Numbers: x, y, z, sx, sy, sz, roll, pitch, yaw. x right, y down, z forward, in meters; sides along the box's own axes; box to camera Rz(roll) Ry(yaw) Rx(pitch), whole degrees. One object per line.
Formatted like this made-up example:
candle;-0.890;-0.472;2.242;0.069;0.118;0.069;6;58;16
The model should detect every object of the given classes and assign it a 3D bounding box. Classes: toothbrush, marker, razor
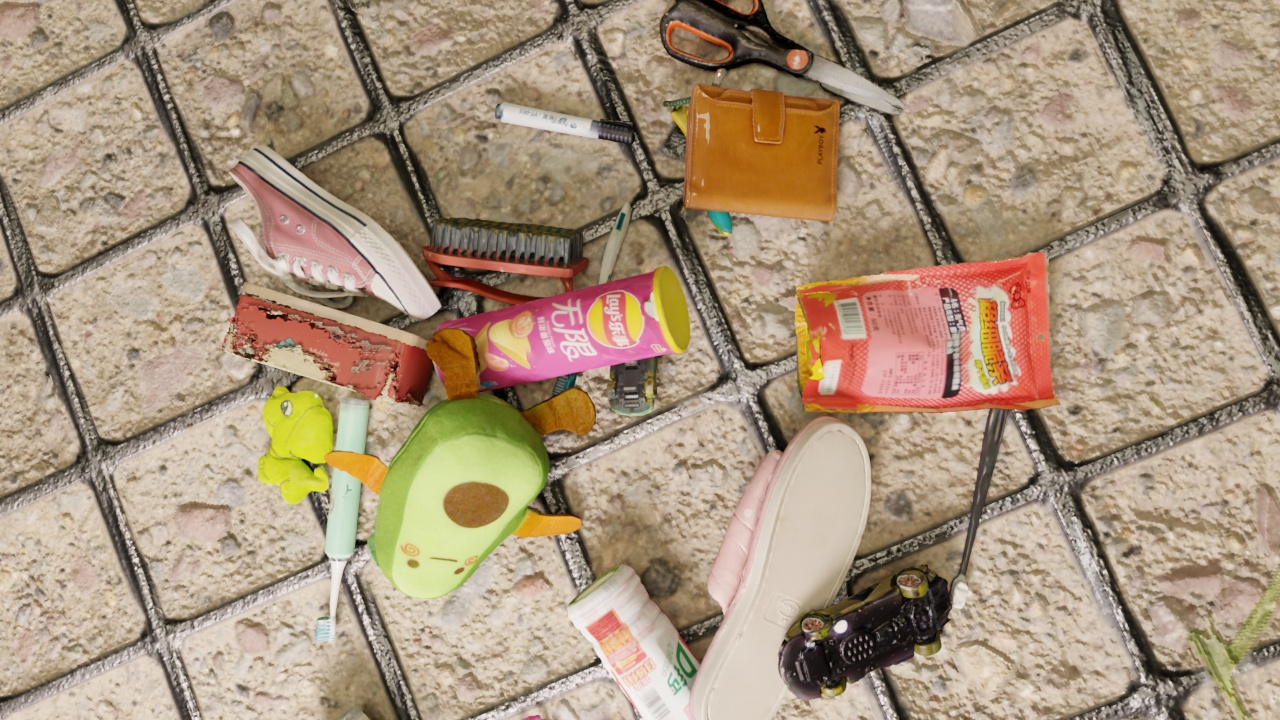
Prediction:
toothbrush;0.281;0.118;0.762;0.016;0.018;0.181;13;88;12
toothbrush;-0.272;0.145;0.836;0.027;0.026;0.224;6;88;-28
toothbrush;-0.043;-0.051;0.818;0.018;0.016;0.191;18;90;19
marker;-0.068;-0.215;0.828;0.131;0.018;0.022;13;81;8
razor;0.057;-0.169;0.801;0.043;0.028;0.132;-15;84;-14

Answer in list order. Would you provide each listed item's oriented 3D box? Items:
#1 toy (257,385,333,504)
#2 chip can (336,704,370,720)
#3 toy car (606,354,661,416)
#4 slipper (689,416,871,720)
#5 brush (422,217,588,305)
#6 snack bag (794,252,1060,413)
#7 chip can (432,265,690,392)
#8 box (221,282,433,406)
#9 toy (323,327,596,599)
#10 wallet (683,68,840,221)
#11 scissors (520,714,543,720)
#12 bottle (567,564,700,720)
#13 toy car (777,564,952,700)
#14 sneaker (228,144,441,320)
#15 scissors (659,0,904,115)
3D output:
toy;-0.315;0.076;0.844;0.097;0.031;0.100;37;97;9
chip can;-0.200;0.402;0.791;0.214;0.071;0.071;44;94;8
toy car;-0.005;0.005;0.797;0.043;0.036;0.091;-3;72;15
slipper;0.108;0.175;0.747;0.114;0.054;0.274;23;87;-31
brush;-0.123;-0.086;0.809;0.146;0.063;0.069;7;107;9
snack bag;0.234;-0.017;0.755;0.208;0.073;0.128;-5;90;3
chip can;-0.068;-0.021;0.771;0.211;0.071;0.071;-12;85;20
box;-0.273;-0.005;0.810;0.168;0.091;0.079;16;86;9
toy;-0.149;0.104;0.772;0.227;0.090;0.247;22;110;-18
wallet;0.104;-0.182;0.783;0.130;0.035;0.119;4;89;-8
scissors;-0.063;0.371;0.802;0.125;0.017;0.133;-16;89;4
bottle;0.020;0.268;0.770;0.068;0.068;0.197;-37;87;5
toy car;0.180;0.217;0.737;0.158;0.042;0.070;-20;109;-11
sneaker;-0.283;-0.097;0.811;0.241;0.118;0.087;36;75;14
scissors;0.132;-0.281;0.799;0.235;0.021;0.136;8;88;9
